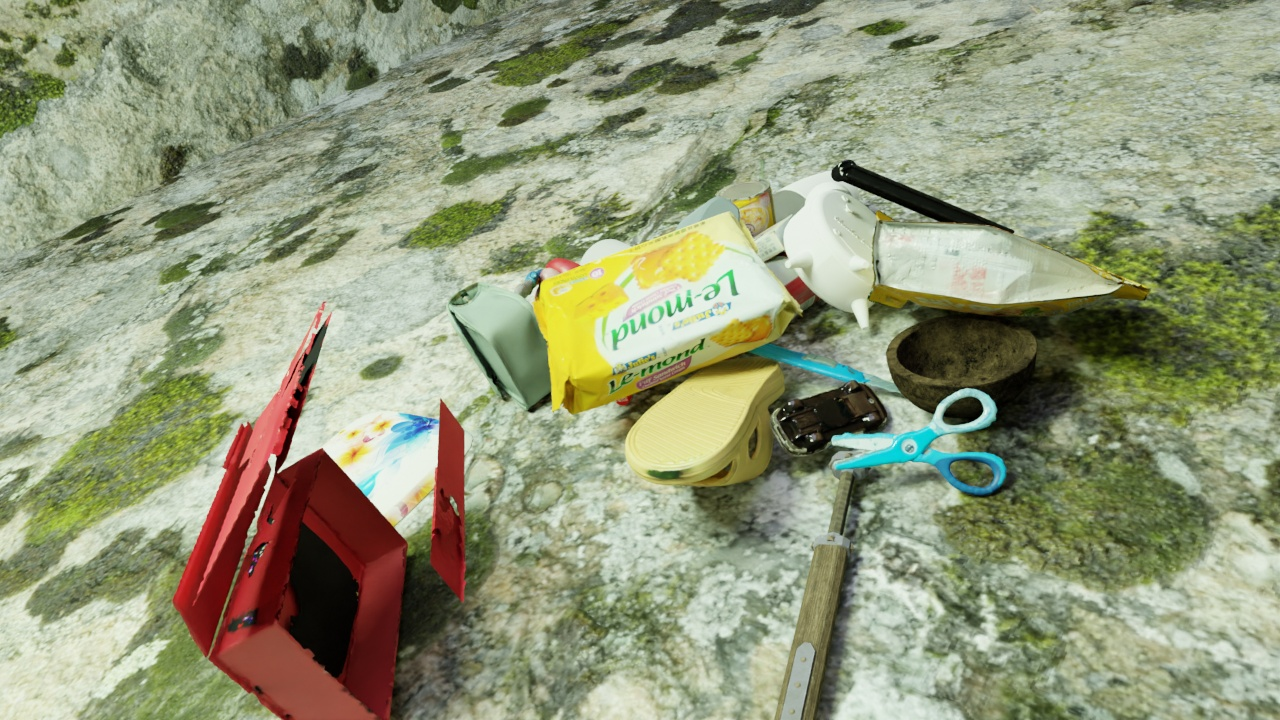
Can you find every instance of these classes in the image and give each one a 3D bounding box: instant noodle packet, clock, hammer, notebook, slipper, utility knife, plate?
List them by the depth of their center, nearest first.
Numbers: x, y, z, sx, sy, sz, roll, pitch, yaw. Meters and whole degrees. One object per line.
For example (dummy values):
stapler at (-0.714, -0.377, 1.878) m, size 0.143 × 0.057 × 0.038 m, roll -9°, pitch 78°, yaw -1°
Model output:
hammer at (0.123, 0.170, 0.648) m, size 0.147 × 0.028 × 0.315 m, roll -1°, pitch 34°, yaw 24°
slipper at (0.065, 0.065, 0.805) m, size 0.100 × 0.078 × 0.262 m, roll 0°, pitch 18°, yaw 24°
instant noodle packet at (0.330, -0.072, 0.820) m, size 0.222 × 0.084 × 0.162 m, roll 12°, pitch 3°, yaw 27°
utility knife at (0.171, 0.004, 0.862) m, size 0.209 × 0.015 × 0.031 m, roll 19°, pitch 30°, yaw 22°
notebook at (0.280, -0.166, 0.951) m, size 0.169 × 0.019 × 0.231 m, roll 24°, pitch 14°, yaw 5°
clock at (0.219, -0.120, 0.958) m, size 0.073 × 0.125 × 0.160 m, roll -44°, pitch 14°, yaw 40°
plate at (-0.286, 0.113, 0.958) m, size 0.187 × 0.016 × 0.186 m, roll 7°, pitch 38°, yaw 35°

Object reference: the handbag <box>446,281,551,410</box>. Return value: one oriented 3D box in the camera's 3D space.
handbag at (-0.146, -0.013, 0.986) m, size 0.067 × 0.122 × 0.106 m, roll -42°, pitch 41°, yaw -20°

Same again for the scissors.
scissors at (0.217, 0.078, 0.720) m, size 0.141 × 0.090 × 0.014 m, roll -15°, pitch -14°, yaw 3°

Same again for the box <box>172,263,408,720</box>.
box at (-0.261, 0.108, 0.670) m, size 0.124 × 0.316 × 0.210 m, roll -8°, pitch 30°, yaw -5°

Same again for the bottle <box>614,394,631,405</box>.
bottle at (-0.006, 0.006, 0.968) m, size 0.036 × 0.036 × 0.118 m, roll -5°, pitch 33°, yaw 20°

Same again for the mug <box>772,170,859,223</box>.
mug at (0.225, -0.175, 1.115) m, size 0.087 × 0.081 × 0.114 m, roll -31°, pitch 64°, yaw -32°

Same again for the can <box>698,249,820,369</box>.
can at (0.118, -0.055, 0.972) m, size 0.169 × 0.067 × 0.067 m, roll -34°, pitch 35°, yaw -25°

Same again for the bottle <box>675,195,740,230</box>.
bottle at (0.063, -0.140, 1.075) m, size 0.072 × 0.046 × 0.161 m, roll -63°, pitch 11°, yaw -10°

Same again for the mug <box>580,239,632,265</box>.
mug at (-0.003, -0.096, 1.104) m, size 0.111 × 0.079 × 0.097 m, roll -2°, pitch 20°, yaw -33°

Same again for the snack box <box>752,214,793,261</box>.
snack box at (0.105, -0.110, 1.033) m, size 0.150 × 0.026 × 0.081 m, roll -29°, pitch 7°, yaw 32°

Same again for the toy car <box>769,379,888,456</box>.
toy car at (0.164, 0.052, 0.798) m, size 0.112 × 0.041 × 0.048 m, roll -15°, pitch 63°, yaw -24°

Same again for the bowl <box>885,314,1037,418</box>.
bowl at (0.277, 0.013, 0.792) m, size 0.121 × 0.056 × 0.121 m, roll -12°, pitch 28°, yaw 6°

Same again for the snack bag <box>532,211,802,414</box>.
snack bag at (0.016, -0.046, 0.891) m, size 0.247 × 0.068 × 0.159 m, roll -20°, pitch 46°, yaw 1°

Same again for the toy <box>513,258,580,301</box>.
toy at (-0.082, -0.055, 1.018) m, size 0.097 × 0.124 × 0.131 m, roll -5°, pitch 36°, yaw 28°

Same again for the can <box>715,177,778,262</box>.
can at (0.129, -0.156, 1.089) m, size 0.068 × 0.105 × 0.067 m, roll -11°, pitch 28°, yaw 6°
